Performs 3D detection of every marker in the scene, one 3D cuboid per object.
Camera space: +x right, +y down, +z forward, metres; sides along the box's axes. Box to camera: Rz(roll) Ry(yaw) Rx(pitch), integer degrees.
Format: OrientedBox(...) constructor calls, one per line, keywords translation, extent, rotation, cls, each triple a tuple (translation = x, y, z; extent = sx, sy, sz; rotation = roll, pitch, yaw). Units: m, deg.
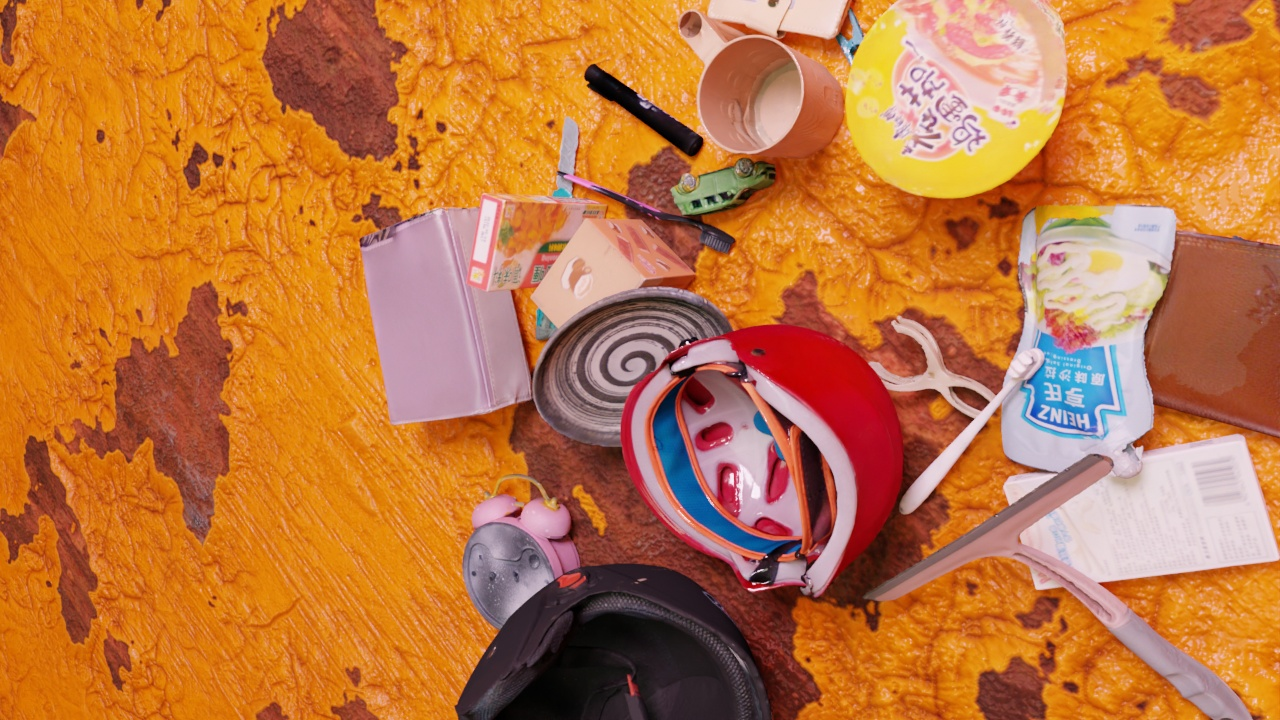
OrientedBox(translation=(0.001, -0.221, 0.812), extent=(0.132, 0.020, 0.022), rotation=(39, 131, 20), cls="marker")

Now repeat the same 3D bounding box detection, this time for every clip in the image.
OrientedBox(translation=(0.165, -0.249, 0.715), extent=(0.043, 0.014, 0.056), rotation=(-26, 82, 30), cls="clip")
OrientedBox(translation=(0.226, -0.001, 0.706), extent=(0.103, 0.034, 0.093), rotation=(11, 104, 24), cls="clip")

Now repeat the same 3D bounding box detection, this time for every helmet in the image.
OrientedBox(translation=(-0.016, 0.284, 0.781), extent=(0.275, 0.229, 0.233), rotation=(-37, 98, 17), cls="helmet")
OrientedBox(translation=(0.105, 0.064, 0.725), extent=(0.241, 0.143, 0.207), rotation=(-6, 107, 56), cls="helmet")

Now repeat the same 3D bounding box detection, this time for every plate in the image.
OrientedBox(translation=(-0.005, 0.005, 0.781), extent=(0.180, 0.179, 0.024), rotation=(-48, 38, 27), cls="plate")

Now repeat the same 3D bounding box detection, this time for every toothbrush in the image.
OrientedBox(translation=(0.001, -0.136, 0.824), extent=(0.189, 0.014, 0.018), rotation=(25, 119, 22), cls="toothbrush")
OrientedBox(translation=(0.243, 0.059, 0.693), extent=(0.016, 0.016, 0.181), rotation=(61, 138, 37), cls="toothbrush")

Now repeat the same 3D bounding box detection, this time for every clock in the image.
OrientedBox(translation=(-0.119, 0.192, 0.923), extent=(0.117, 0.059, 0.158), rotation=(-2, 98, 32), cls="clock")

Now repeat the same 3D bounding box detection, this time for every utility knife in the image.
OrientedBox(translation=(-0.080, -0.122, 0.877), extent=(0.029, 0.013, 0.217), rotation=(13, 104, 24), cls="utility knife")

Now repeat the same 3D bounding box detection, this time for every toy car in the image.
OrientedBox(translation=(0.070, -0.145, 0.769), extent=(0.091, 0.043, 0.036), rotation=(-14, 88, 33), cls="toy car")

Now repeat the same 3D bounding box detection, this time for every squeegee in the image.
OrientedBox(translation=(0.329, 0.182, 0.648), extent=(0.249, 0.040, 0.248), rotation=(36, 139, 0), cls="squeegee")

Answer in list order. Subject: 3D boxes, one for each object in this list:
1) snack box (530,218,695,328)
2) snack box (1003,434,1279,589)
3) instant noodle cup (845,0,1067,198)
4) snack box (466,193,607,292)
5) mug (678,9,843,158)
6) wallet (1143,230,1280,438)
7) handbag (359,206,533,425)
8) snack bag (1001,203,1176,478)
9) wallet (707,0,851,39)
OrientedBox(translation=(-0.024, -0.066, 0.806), extent=(0.077, 0.094, 0.093), rotation=(48, 117, 16), cls="snack box")
OrientedBox(translation=(0.351, 0.110, 0.653), extent=(0.157, 0.026, 0.084), rotation=(-17, 90, 32), cls="snack box")
OrientedBox(translation=(0.225, -0.179, 0.634), extent=(0.138, 0.109, 0.138), rotation=(5, 100, 30), cls="instant noodle cup")
OrientedBox(translation=(-0.087, -0.104, 0.801), extent=(0.027, 0.155, 0.077), rotation=(22, 108, 26), cls="snack box")
OrientedBox(translation=(0.091, -0.214, 0.710), extent=(0.084, 0.103, 0.124), rotation=(-43, 75, 28), cls="mug")
OrientedBox(translation=(0.392, -0.019, 0.608), extent=(0.101, 0.032, 0.125), rotation=(15, 105, 25), cls="wallet")
OrientedBox(translation=(-0.196, -0.041, 0.910), extent=(0.145, 0.098, 0.197), rotation=(-9, 94, 29), cls="handbag")
OrientedBox(translation=(0.307, -0.012, 0.641), extent=(0.110, 0.038, 0.191), rotation=(12, 102, 48), cls="snack bag")
OrientedBox(translation=(0.114, -0.297, 0.724), extent=(0.115, 0.024, 0.087), rotation=(22, 91, 25), cls="wallet")
